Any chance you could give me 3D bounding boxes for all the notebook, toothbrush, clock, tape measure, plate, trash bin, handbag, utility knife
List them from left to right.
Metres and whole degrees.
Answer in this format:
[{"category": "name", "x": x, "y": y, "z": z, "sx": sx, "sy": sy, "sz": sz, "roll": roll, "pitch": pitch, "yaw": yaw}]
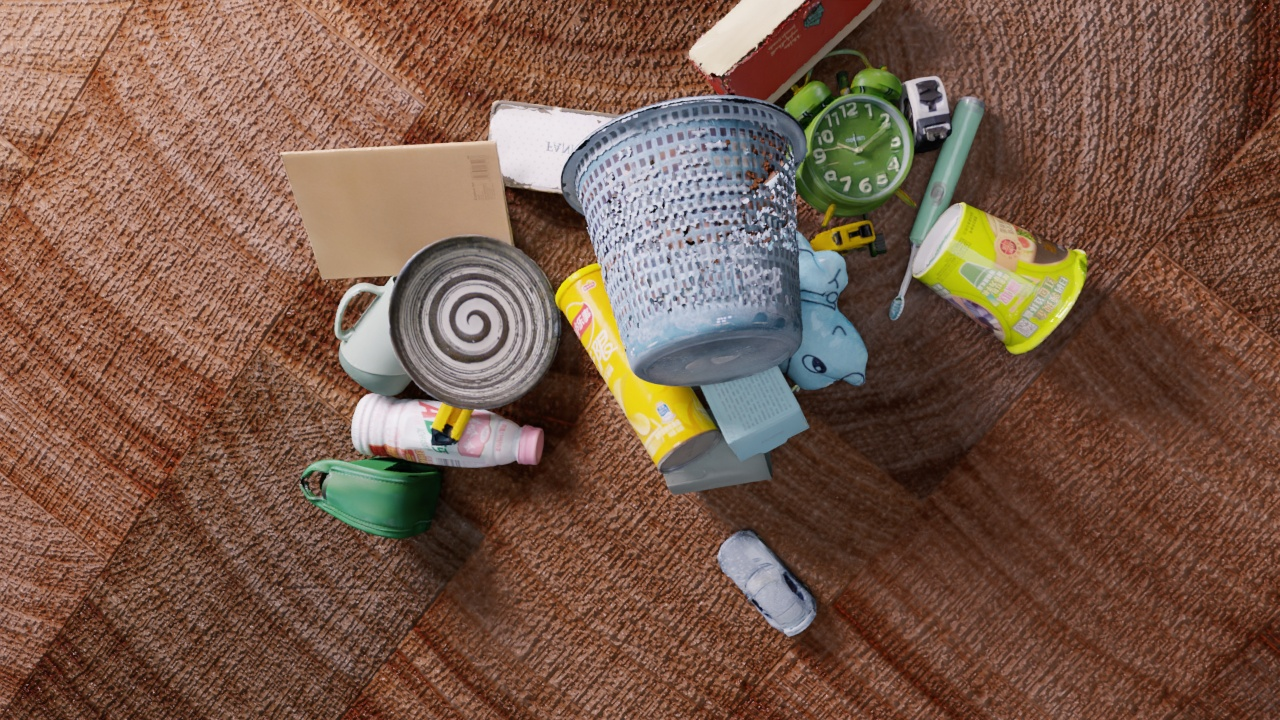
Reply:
[{"category": "handbag", "x": -0.278, "y": 0.139, "z": 0.966, "sx": 0.120, "sy": 0.131, "sz": 0.068, "roll": 11, "pitch": 89, "yaw": 11}, {"category": "notebook", "x": -0.238, "y": -0.149, "z": 0.929, "sx": 0.211, "sy": 0.012, "sz": 0.150, "roll": -3, "pitch": 131, "yaw": 2}, {"category": "plate", "x": -0.167, "y": -0.038, "z": 0.929, "sx": 0.179, "sy": 0.024, "sz": 0.179, "roll": 3, "pitch": 83, "yaw": -25}, {"category": "utility knife", "x": -0.162, "y": -0.006, "z": 0.953, "sx": 0.033, "sy": 0.015, "sz": 0.214, "roll": 27, "pitch": 78, "yaw": -10}, {"category": "trash bin", "x": 0.051, "y": -0.088, "z": 0.812, "sx": 0.227, "sy": 0.226, "sz": 0.195, "roll": -11, "pitch": 73, "yaw": 9}, {"category": "tape measure", "x": 0.201, "y": -0.117, "z": 0.899, "sx": 0.057, "sy": 0.060, "sz": 0.029, "roll": -16, "pitch": 92, "yaw": -14}, {"category": "clock", "x": 0.198, "y": -0.214, "z": 0.872, "sx": 0.116, "sy": 0.056, "sz": 0.161, "roll": -14, "pitch": 95, "yaw": -4}, {"category": "toothbrush", "x": 0.219, "y": -0.195, "z": 0.910, "sx": 0.017, "sy": 0.012, "sz": 0.186, "roll": -12, "pitch": 95, "yaw": 4}, {"category": "tape measure", "x": 0.269, "y": -0.234, "z": 0.870, "sx": 0.033, "sy": 0.065, "sz": 0.066, "roll": -10, "pitch": 90, "yaw": 4}, {"category": "toothbrush", "x": 0.285, "y": -0.146, "z": 0.898, "sx": 0.026, "sy": 0.027, "sz": 0.224, "roll": 22, "pitch": 100, "yaw": 23}]

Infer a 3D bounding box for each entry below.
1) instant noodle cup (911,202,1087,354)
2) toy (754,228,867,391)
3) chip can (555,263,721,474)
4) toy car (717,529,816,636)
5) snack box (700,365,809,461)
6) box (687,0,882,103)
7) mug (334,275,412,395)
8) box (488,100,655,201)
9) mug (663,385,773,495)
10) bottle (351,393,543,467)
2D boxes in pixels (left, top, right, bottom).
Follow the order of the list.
[{"category": "instant noodle cup", "x": 0.325, "y": -0.083, "z": 0.850, "sx": 0.123, "sy": 0.111, "sz": 0.112, "roll": 29, "pitch": 100, "yaw": -3}, {"category": "toy", "x": 0.162, "y": -0.040, "z": 0.909, "sx": 0.161, "sy": 0.049, "sz": 0.157, "roll": 31, "pitch": 125, "yaw": 15}, {"category": "chip can", "x": -0.005, "y": 0.005, "z": 0.897, "sx": 0.072, "sy": 0.072, "sz": 0.213, "roll": -36, "pitch": 67, "yaw": 11}, {"category": "toy car", "x": 0.133, "y": 0.233, "z": 0.963, "sx": 0.054, "sy": 0.036, "sz": 0.120, "roll": -42, "pitch": 86, "yaw": 11}, {"category": "snack box", "x": 0.091, "y": 0.006, "z": 0.889, "sx": 0.074, "sy": 0.051, "sz": 0.174, "roll": -28, "pitch": 57, "yaw": 7}, {"category": "box", "x": 0.128, "y": -0.319, "z": 0.859, "sx": 0.168, "sy": 0.091, "sz": 0.077, "roll": -41, "pitch": 130, "yaw": 10}, {"category": "mug", "x": -0.267, "y": -0.029, "z": 0.957, "sx": 0.111, "sy": 0.082, "sz": 0.106, "roll": 35, "pitch": 103, "yaw": -34}, {"category": "box", "x": -0.062, "y": -0.209, "z": 0.927, "sx": 0.184, "sy": 0.061, "sz": 0.090, "roll": 11, "pitch": 99, "yaw": 5}, {"category": "mug", "x": 0.072, "y": 0.069, "z": 0.933, "sx": 0.103, "sy": 0.083, "sz": 0.124, "roll": -13, "pitch": 82, "yaw": 11}, {"category": "bottle", "x": -0.203, "y": 0.078, "z": 0.977, "sx": 0.197, "sy": 0.068, "sz": 0.068, "roll": 6, "pitch": 98, "yaw": 6}]
